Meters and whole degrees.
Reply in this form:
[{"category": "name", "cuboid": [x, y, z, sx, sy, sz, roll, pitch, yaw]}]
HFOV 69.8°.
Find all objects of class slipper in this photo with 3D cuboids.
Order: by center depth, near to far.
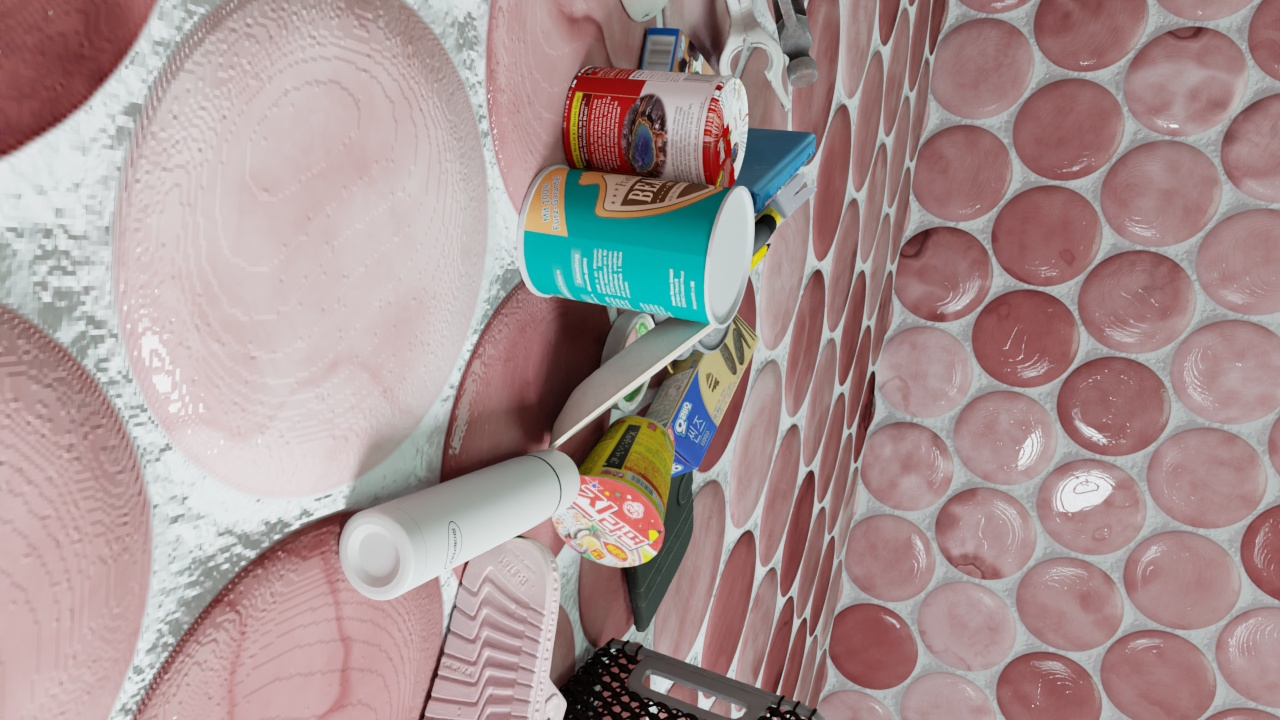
[{"category": "slipper", "cuboid": [-0.100, 0.246, 0.656, 0.064, 0.094, 0.239, 32, 68, -62]}]

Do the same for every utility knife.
[{"category": "utility knife", "cuboid": [0.087, -0.069, 1.020, 0.216, 0.019, 0.031, -50, 167, -35]}]

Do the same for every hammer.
[{"category": "hammer", "cuboid": [0.123, -0.403, 0.879, 0.314, 0.035, 0.137, 38, 42, -66]}, {"category": "hammer", "cuboid": [0.125, -0.136, 0.932, 0.127, 0.029, 0.323, -44, -179, 15]}]

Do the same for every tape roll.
[{"category": "tape roll", "cuboid": [-0.011, 0.001, 0.860, 0.093, 0.018, 0.094, 12, 90, -69]}]

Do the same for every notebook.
[{"category": "notebook", "cuboid": [0.022, 0.172, 1.022, 0.169, 0.029, 0.209, -55, 150, -46]}]

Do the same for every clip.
[{"category": "clip", "cuboid": [0.094, -0.308, 0.901, 0.152, 0.099, 0.126, 58, 13, -14]}]

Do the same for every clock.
[{"category": "clock", "cuboid": [0.051, -0.049, 0.923, 0.104, 0.056, 0.147, 57, 47, -43]}]

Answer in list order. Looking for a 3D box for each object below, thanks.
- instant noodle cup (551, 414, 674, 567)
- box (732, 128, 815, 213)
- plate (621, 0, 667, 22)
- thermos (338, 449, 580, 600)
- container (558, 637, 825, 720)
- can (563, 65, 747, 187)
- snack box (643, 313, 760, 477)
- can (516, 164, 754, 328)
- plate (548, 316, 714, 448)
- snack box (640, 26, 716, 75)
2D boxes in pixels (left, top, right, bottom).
[{"category": "instant noodle cup", "cuboid": [-0.014, 0.110, 0.817, 0.112, 0.100, 0.100, -63, 155, -54]}, {"category": "box", "cuboid": [0.117, -0.196, 0.982, 0.230, 0.093, 0.054, -49, 143, -54]}, {"category": "plate", "cuboid": [0.012, -0.328, 0.740, 0.104, 0.026, 0.104, 11, 90, -69]}, {"category": "thermos", "cuboid": [-0.107, 0.101, 0.618, 0.223, 0.052, 0.052, -12, 112, -67]}, {"category": "container", "cuboid": [0.001, 0.435, 0.809, 0.243, 0.248, 0.246, -14, 113, -63]}, {"category": "can", "cuboid": [0.013, -0.174, 0.693, 0.086, 0.116, 0.086, 12, 89, -69]}, {"category": "snack box", "cuboid": [0.060, 0.032, 0.975, 0.057, 0.056, 0.206, 45, 48, -19]}, {"category": "can", "cuboid": [-0.002, -0.084, 0.664, 0.099, 0.144, 0.099, 12, 89, -69]}, {"category": "plate", "cuboid": [-0.004, 0.004, 0.737, 0.188, 0.027, 0.189, -37, 178, -2]}, {"category": "snack box", "cuboid": [0.038, -0.234, 0.842, 0.151, 0.034, 0.087, 11, 90, -69]}]
